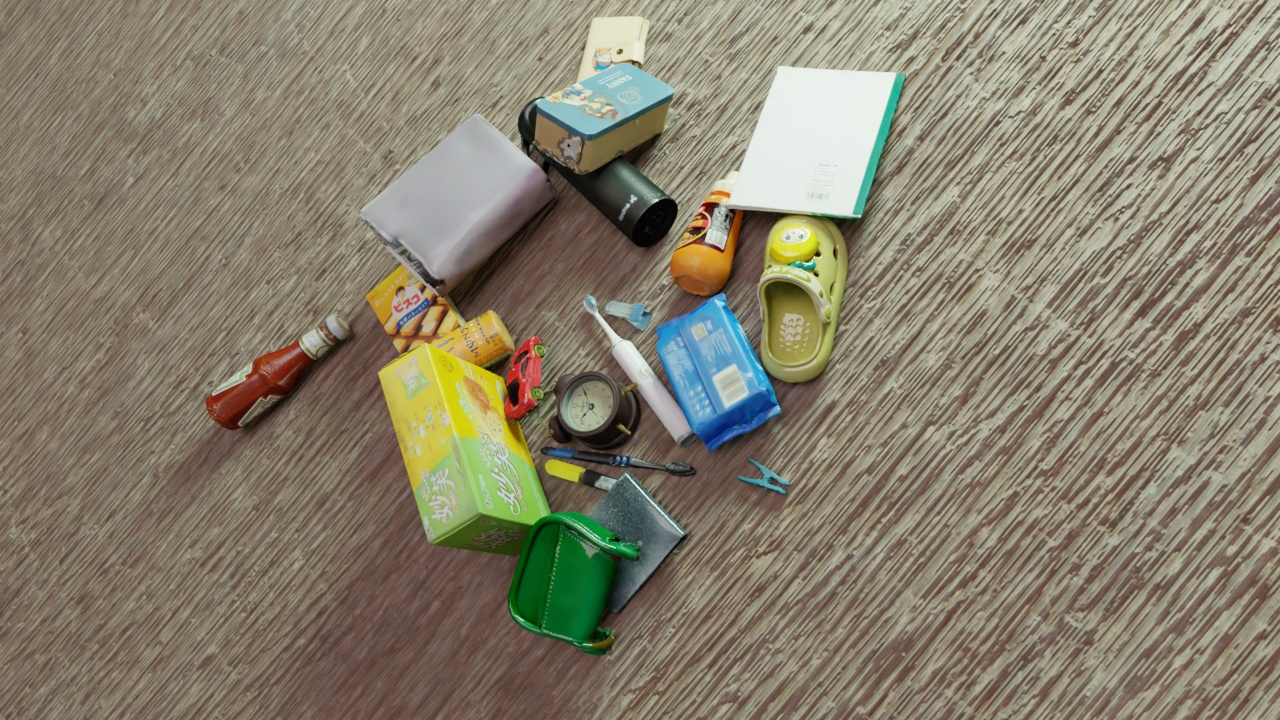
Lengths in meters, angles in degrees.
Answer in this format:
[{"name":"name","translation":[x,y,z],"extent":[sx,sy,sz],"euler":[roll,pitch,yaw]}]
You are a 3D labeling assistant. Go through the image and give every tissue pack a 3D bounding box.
[{"name":"tissue pack","translation":[0.080,0.011,0.978],"extent":[0.095,0.052,0.157],"euler":[-31,64,17]}]

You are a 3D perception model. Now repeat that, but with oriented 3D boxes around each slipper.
[{"name":"slipper","translation":[0.166,-0.073,0.961],"extent":[0.092,0.081,0.190],"euler":[2,76,19]}]

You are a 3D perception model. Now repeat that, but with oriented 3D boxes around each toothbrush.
[{"name":"toothbrush","translation":[-0.029,0.109,1.013],"extent":[0.190,0.016,0.014],"euler":[5,69,24]},{"name":"toothbrush","translation":[-0.006,0.006,1.031],"extent":[0.026,0.026,0.221],"euler":[-20,59,-30]}]

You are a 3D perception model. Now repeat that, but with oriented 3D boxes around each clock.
[{"name":"clock","translation":[-0.059,0.055,1.020],"extent":[0.122,0.055,0.082],"euler":[1,73,23]}]

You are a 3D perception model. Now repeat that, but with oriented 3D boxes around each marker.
[{"name":"marker","translation":[-0.049,0.132,1.015],"extent":[0.124,0.015,0.018],"euler":[13,83,22]}]

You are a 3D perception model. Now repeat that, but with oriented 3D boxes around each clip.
[{"name":"clip","translation":[0.128,0.122,0.948],"extent":[0.056,0.013,0.039],"euler":[25,84,28]},{"name":"clip","translation":[-0.016,-0.055,1.061],"extent":[0.058,0.045,0.027],"euler":[18,81,31]}]

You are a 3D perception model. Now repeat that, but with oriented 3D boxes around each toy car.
[{"name":"toy car","translation":[-0.135,0.018,1.059],"extent":[0.049,0.031,0.106],"euler":[-35,40,38]}]

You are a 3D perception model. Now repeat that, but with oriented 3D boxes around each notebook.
[{"name":"notebook","translation":[0.196,-0.245,1.016],"extent":[0.150,0.012,0.208],"euler":[10,63,24]}]

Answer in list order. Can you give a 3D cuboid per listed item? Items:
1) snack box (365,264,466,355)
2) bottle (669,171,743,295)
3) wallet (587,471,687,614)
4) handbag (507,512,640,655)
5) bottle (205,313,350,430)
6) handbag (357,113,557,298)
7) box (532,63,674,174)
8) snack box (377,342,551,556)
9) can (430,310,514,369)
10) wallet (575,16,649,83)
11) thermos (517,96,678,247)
[{"name":"snack box","translation":[-0.279,-0.057,1.157],"extent":[0.087,0.033,0.140],"euler":[-39,62,5]},{"name":"bottle","translation":[0.084,-0.148,1.031],"extent":[0.067,0.067,0.149],"euler":[14,71,25]},{"name":"wallet","translation":[-0.020,0.194,0.972],"extent":[0.097,0.019,0.121],"euler":[45,103,28]},{"name":"handbag","translation":[-0.068,0.228,0.951],"extent":[0.120,0.068,0.131],"euler":[20,92,21]},{"name":"bottle","translation":[-0.468,0.012,1.195],"extent":[0.206,0.060,0.059],"euler":[-36,64,3]},{"name":"handbag","translation":[-0.219,-0.186,1.126],"extent":[0.197,0.098,0.145],"euler":[-44,62,-9]},{"name":"box","translation":[-0.038,-0.288,1.076],"extent":[0.090,0.060,0.183],"euler":[33,50,18]},{"name":"snack box","translation":[-0.186,0.100,0.997],"extent":[0.070,0.157,0.210],"euler":[-31,64,14]},{"name":"can","translation":[-0.224,-0.001,1.090],"extent":[0.146,0.058,0.058],"euler":[-30,64,0]},{"name":"wallet","translation":[-0.035,-0.388,1.175],"extent":[0.087,0.024,0.115],"euler":[7,74,22]},{"name":"thermos","translation":[-0.061,-0.224,1.115],"extent":[0.242,0.068,0.090],"euler":[45,124,29]}]
